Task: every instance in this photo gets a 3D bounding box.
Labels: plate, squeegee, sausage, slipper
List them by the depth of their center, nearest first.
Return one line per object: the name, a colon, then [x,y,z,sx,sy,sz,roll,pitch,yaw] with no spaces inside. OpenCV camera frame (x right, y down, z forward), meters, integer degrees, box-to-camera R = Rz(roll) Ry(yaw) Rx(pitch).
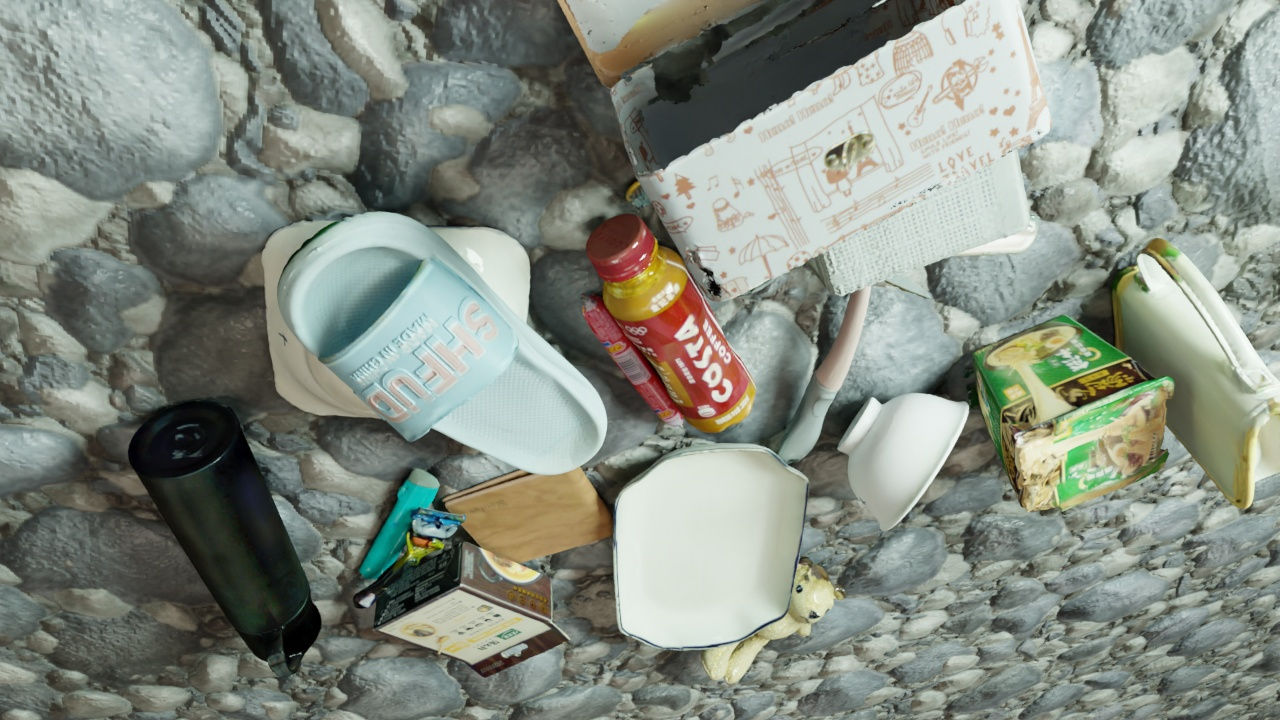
slipper: [-0.109,0.012,0.547,0.104,0.074,0.245,-33,132,18]
plate: [-0.154,-0.013,0.589,0.163,0.034,0.165,0,132,-14]
sausage: [-0.004,0.004,0.651,0.020,0.020,0.156,-26,133,11]
squeegee: [0.139,0.003,0.672,0.247,0.040,0.250,-1,134,-13]
plate: [0.055,0.161,0.793,0.162,0.034,0.266,-5,130,-4]

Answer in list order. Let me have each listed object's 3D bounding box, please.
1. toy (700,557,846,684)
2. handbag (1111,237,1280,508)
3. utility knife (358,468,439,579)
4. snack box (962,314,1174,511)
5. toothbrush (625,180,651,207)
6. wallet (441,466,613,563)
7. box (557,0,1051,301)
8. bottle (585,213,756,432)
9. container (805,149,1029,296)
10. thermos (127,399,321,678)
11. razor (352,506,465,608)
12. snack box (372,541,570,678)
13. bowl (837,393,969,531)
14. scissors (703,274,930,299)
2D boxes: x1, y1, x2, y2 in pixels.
toy: [0.124,0.255,0.887,0.105,0.066,0.157,37,109,-19]
handbag: [0.397,-0.005,0.640,0.063,0.163,0.179,-28,132,10]
utility knife: [-0.195,0.134,0.732,0.029,0.013,0.157,17,129,-25]
snack box: [0.319,0.034,0.699,0.117,0.105,0.118,-23,135,5]
toothbrush: [0.075,-0.139,0.535,0.191,0.018,0.016,-27,135,12]
wallet: [-0.088,0.125,0.747,0.115,0.020,0.101,-20,133,9]
box: [0.057,-0.171,0.416,0.183,0.156,0.193,-27,126,9]
bottle: [0.021,-0.022,0.606,0.057,0.057,0.175,-26,133,11]
container: [0.140,-0.102,0.522,0.114,0.090,0.090,-23,119,3]
thermos: [-0.287,0.143,0.665,0.068,0.090,0.243,-20,136,-18]
razor: [-0.195,0.166,0.741,0.042,0.022,0.143,22,127,-36]
snack box: [-0.143,0.216,0.785,0.113,0.053,0.125,-31,134,28]
bowl: [0.194,0.066,0.716,0.065,0.118,0.119,32,127,8]
scissors: [0.115,-0.077,0.584,0.159,0.014,0.175,-34,117,6]
